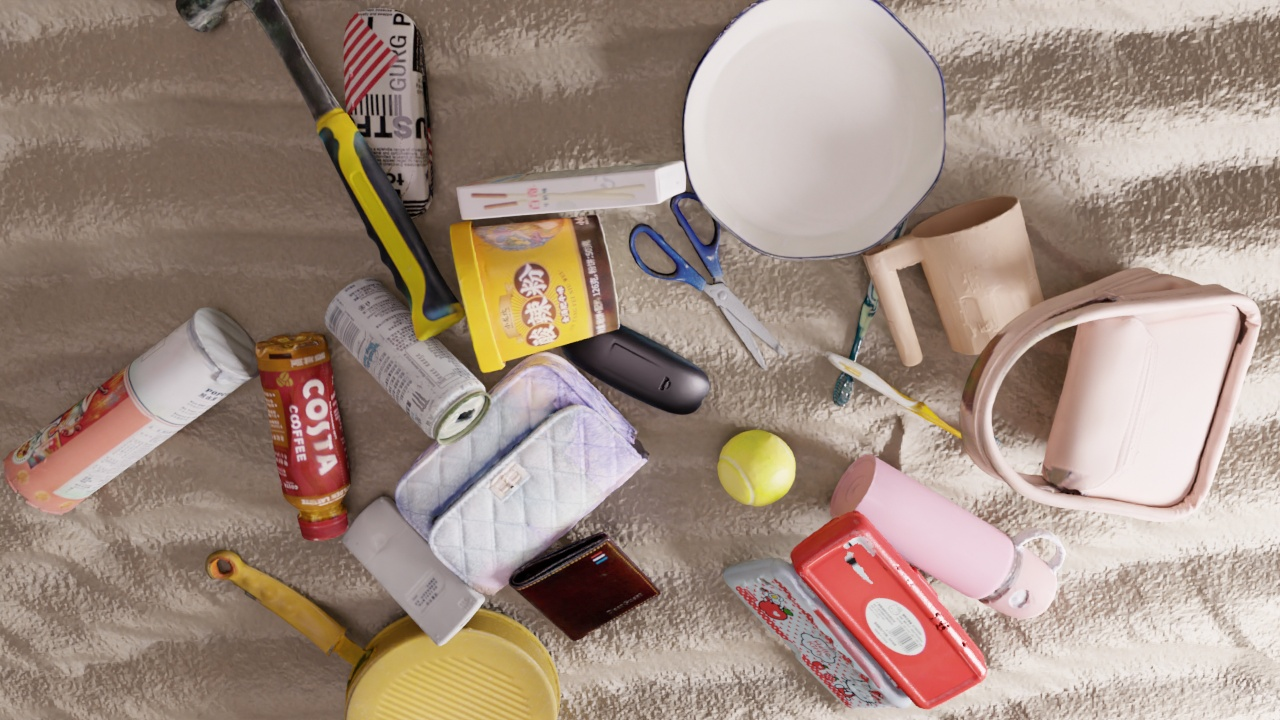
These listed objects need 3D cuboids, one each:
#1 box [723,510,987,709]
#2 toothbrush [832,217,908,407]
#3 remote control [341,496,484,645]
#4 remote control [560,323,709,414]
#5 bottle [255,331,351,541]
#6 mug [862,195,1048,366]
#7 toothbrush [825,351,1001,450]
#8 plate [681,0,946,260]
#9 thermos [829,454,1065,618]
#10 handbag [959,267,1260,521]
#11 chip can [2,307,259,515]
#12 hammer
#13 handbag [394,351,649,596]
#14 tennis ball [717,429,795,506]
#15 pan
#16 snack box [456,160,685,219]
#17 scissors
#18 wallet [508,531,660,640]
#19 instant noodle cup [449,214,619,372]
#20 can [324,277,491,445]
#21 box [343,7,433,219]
[{"bbox_3d":[0.184,0.230,0.798,0.162,0.058,0.201,-33,107,31],"label":"box"},{"bbox_3d":[0.195,-0.049,0.770,0.016,0.018,0.192,14,105,-4],"label":"toothbrush"},{"bbox_3d":[-0.200,0.182,0.803,0.135,0.019,0.056,42,91,14],"label":"remote control"},{"bbox_3d":[-0.005,0.005,0.781,0.136,0.024,0.053,27,102,-7],"label":"remote control"},{"bbox_3d":[-0.282,0.066,0.780,0.057,0.057,0.175,-5,104,1],"label":"bottle"},{"bbox_3d":[0.253,-0.061,0.734,0.125,0.084,0.103,-22,105,7],"label":"mug"},{"bbox_3d":[0.236,0.036,0.783,0.191,0.016,0.018,29,88,-14],"label":"toothbrush"},{"bbox_3d":[0.134,-0.182,0.723,0.205,0.045,0.205,0,103,0],"label":"plate"},{"bbox_3d":[0.270,0.149,0.794,0.198,0.067,0.087,29,112,-6],"label":"thermos"},{"bbox_3d":[0.349,0.029,0.712,0.233,0.093,0.193,-2,107,-23],"label":"handbag"},{"bbox_3d":[-0.425,0.045,0.769,0.215,0.071,0.071,-34,102,9],"label":"chip can"},{"bbox_3d":[-0.224,-0.167,0.695,0.126,0.031,0.323,-29,92,19],"label":"hammer"},{"bbox_3d":[-0.105,0.096,0.779,0.194,0.075,0.134,-43,101,11],"label":"handbag"},{"bbox_3d":[0.099,0.091,0.781,0.065,0.065,0.065,0,104,0],"label":"tennis ball"},{"bbox_3d":[-0.240,0.277,0.841,0.357,0.078,0.198,32,98,-14],"label":"pan"},{"bbox_3d":[-0.050,-0.130,0.697,0.157,0.084,0.027,-2,106,16],"label":"snack box"},{"bbox_3d":[0.054,-0.057,0.772,0.133,0.012,0.173,-10,105,1],"label":"scissors"},{"bbox_3d":[-0.046,0.199,0.804,0.096,0.020,0.122,-26,137,6],"label":"wallet"},{"bbox_3d":[-0.081,-0.059,0.723,0.114,0.118,0.118,-11,104,-5],"label":"instant noodle cup"},{"bbox_3d":[-0.187,-0.001,0.733,0.147,0.058,0.058,43,102,18],"label":"can"},{"bbox_3d":[-0.199,-0.191,0.720,0.069,0.052,0.164,3,106,21],"label":"box"}]
